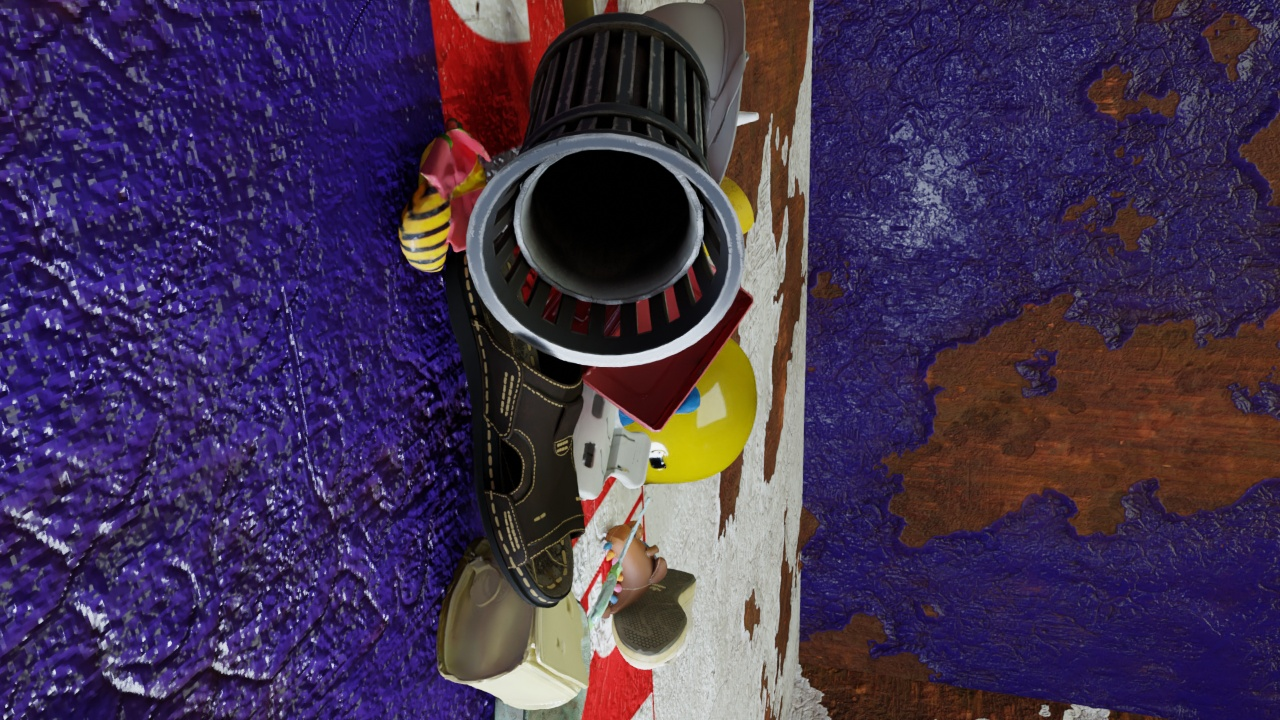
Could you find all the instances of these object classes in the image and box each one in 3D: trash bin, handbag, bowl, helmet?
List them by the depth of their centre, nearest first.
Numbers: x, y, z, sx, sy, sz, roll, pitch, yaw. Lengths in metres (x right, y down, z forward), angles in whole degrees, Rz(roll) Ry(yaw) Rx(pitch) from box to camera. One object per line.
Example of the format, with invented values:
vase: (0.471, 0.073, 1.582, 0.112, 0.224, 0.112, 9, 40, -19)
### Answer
trash bin: (-0.018, -0.132, 0.634, 0.226, 0.164, 0.164, -87, 170, -49)
handbag: (-0.094, 0.197, 0.695, 0.119, 0.081, 0.111, 62, 22, -57)
bowl: (-0.088, 0.287, 0.807, 0.157, 0.039, 0.157, 4, 89, -74)
helmet: (0.013, -0.262, 0.903, 0.184, 0.117, 0.270, 144, -45, -62)
helmet: (0.066, 0.055, 1.106, 0.239, 0.140, 0.209, -37, 129, -69)

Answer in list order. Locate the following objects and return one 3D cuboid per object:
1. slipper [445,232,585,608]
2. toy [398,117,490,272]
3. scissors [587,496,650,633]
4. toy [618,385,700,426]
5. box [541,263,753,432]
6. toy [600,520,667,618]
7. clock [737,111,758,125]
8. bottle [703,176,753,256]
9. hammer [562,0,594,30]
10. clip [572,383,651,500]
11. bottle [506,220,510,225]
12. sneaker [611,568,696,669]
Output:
slipper: (-0.074, 0.035, 0.639, 0.112, 0.076, 0.267, 0, 79, -69)
toy: (-0.123, -0.107, 0.593, 0.084, 0.046, 0.103, 87, 20, -61)
scissors: (-0.025, 0.217, 0.932, 0.173, 0.022, 0.171, -17, 130, -80)
toy: (-0.006, 0.005, 0.936, 0.070, 0.113, 0.176, -88, 163, -54)
box: (0.011, -0.031, 0.791, 0.168, 0.154, 0.157, 37, 88, -39)
toy: (-0.023, 0.235, 1.032, 0.102, 0.071, 0.090, -48, 131, -30)
clock: (0.065, -0.260, 1.043, 0.161, 0.072, 0.125, 167, -70, -68)
bottle: (0.039, -0.129, 0.991, 0.163, 0.071, 0.071, -34, 140, -17)
hammer: (-0.043, -0.204, 0.755, 0.334, 0.118, 0.025, 85, 15, -44)
clip: (-0.048, 0.077, 0.879, 0.143, 0.073, 0.124, 46, 52, -55)
bottle: (-0.087, -0.123, 0.718, 0.109, 0.036, 0.036, -42, 134, -67)
sneaker: (0.014, 0.330, 1.110, 0.241, 0.089, 0.102, -25, 126, -76)
